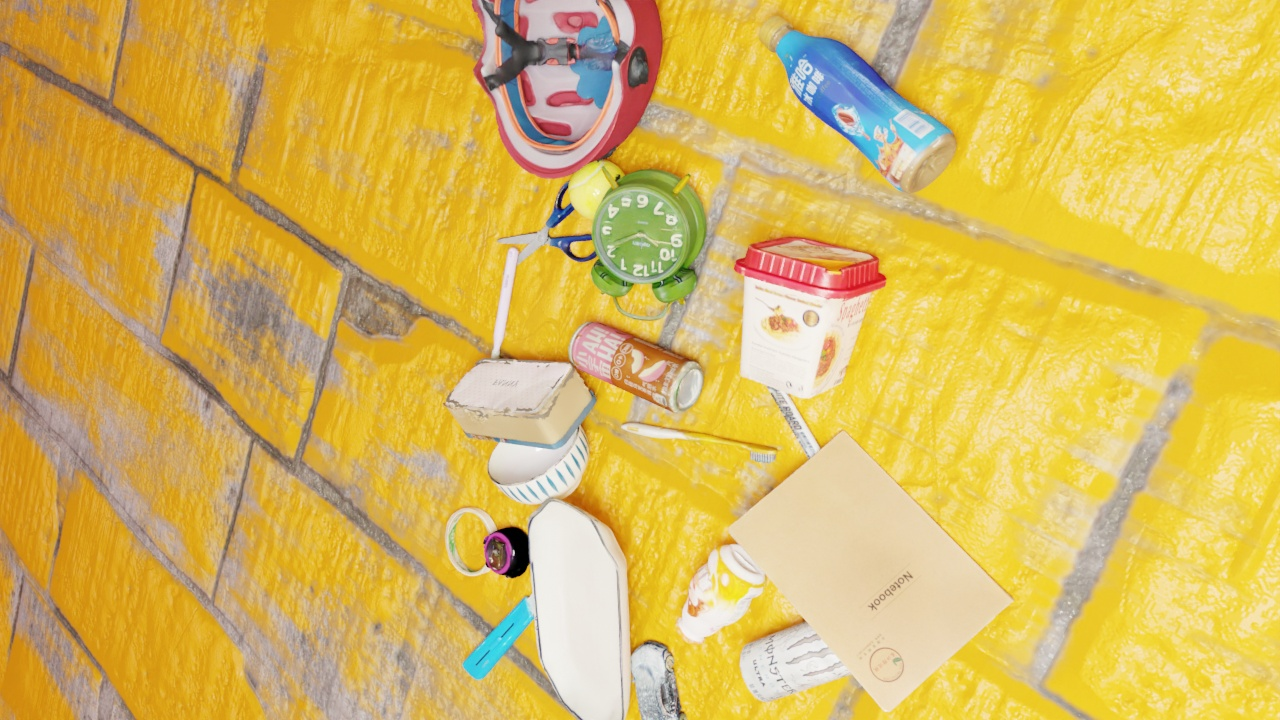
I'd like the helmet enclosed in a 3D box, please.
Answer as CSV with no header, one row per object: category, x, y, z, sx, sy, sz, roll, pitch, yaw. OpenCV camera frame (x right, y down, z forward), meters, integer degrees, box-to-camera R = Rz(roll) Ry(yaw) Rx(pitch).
helmet,-0.062,-0.319,0.966,0.207,0.143,0.240,7,109,37

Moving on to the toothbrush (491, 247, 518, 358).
toothbrush,-0.172,-0.045,1.117,0.029,0.021,0.189,15,103,11

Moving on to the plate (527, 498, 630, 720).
plate,-0.060,0.274,1.000,0.162,0.034,0.266,15,113,48

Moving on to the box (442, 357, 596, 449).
box,-0.135,0.046,1.039,0.185,0.089,0.061,6,137,41

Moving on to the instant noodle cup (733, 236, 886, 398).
instant noodle cup,0.149,-0.040,0.841,0.117,0.116,0.124,20,114,34

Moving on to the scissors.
scissors,-0.106,-0.153,1.077,0.163,0.012,0.161,29,109,33

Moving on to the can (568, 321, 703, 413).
can,-0.006,0.006,0.978,0.147,0.057,0.058,23,104,33

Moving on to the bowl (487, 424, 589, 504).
bowl,-0.107,0.118,1.035,0.117,0.116,0.066,-3,131,36

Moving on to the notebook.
notebook,0.199,0.181,0.818,0.147,0.008,0.207,-39,64,-5

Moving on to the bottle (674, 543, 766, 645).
bottle,0.077,0.237,0.918,0.063,0.063,0.109,44,115,27

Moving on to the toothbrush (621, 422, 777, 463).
toothbrush,0.057,0.085,0.961,0.192,0.016,0.018,7,103,35

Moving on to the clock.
clock,0.005,-0.118,0.948,0.116,0.056,0.161,8,114,15

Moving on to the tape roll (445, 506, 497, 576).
tape roll,-0.213,0.228,1.158,0.086,0.013,0.086,0,91,36

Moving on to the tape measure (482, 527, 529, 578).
tape measure,-0.161,0.230,1.105,0.057,0.039,0.058,17,100,35

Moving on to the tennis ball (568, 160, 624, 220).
tennis ball,-0.046,-0.186,1.000,0.066,0.065,0.065,1,91,36

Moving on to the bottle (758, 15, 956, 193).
bottle,0.187,-0.240,0.831,0.218,0.065,0.065,50,117,25

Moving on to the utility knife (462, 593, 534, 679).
utility knife,-0.160,0.328,1.120,0.188,0.018,0.034,-51,63,24

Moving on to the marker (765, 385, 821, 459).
marker,0.145,0.048,0.896,0.017,0.016,0.145,-39,69,30

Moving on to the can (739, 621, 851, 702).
can,0.165,0.272,0.858,0.147,0.058,0.058,-32,72,32

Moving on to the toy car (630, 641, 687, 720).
toy car,0.016,0.356,0.985,0.049,0.031,0.105,-18,79,34
